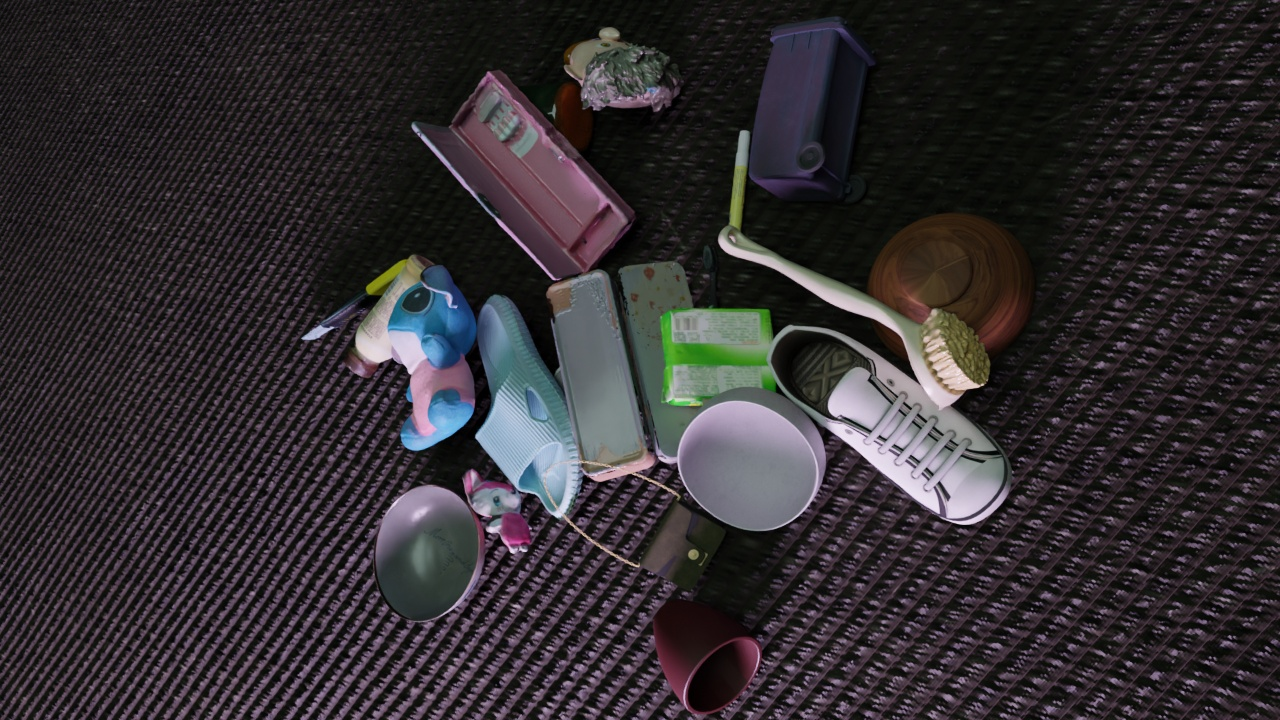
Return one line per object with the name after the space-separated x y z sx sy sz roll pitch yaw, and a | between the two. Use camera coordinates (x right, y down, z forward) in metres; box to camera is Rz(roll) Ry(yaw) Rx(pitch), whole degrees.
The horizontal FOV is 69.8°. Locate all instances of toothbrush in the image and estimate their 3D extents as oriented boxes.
0.075 -0.033 0.935 0.014 0.017 0.187 -12 68 27 | toothbrush

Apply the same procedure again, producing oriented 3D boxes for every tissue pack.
0.077 -0.002 0.901 0.114 0.034 0.099 1 76 -3 | tissue pack

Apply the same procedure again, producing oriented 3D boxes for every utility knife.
-0.366 -0.074 1.188 0.198 0.028 0.020 -30 61 19 | utility knife

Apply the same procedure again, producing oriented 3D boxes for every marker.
0.103 -0.177 0.961 0.014 0.014 0.132 2 79 29 | marker

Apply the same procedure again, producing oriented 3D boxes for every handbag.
-0.011 0.150 0.882 0.178 0.027 0.084 30 94 -6 | handbag

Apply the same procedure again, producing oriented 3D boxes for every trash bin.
0.170 -0.244 0.896 0.092 0.093 0.160 7 83 39 | trash bin

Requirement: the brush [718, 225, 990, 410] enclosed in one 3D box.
0.179 -0.051 0.803 0.272 0.061 0.077 35 119 24 | brush

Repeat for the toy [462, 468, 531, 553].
-0.146 0.157 0.991 0.050 0.065 0.102 -44 60 14 | toy

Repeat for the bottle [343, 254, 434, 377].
-0.304 -0.052 1.133 0.056 0.056 0.162 44 101 29 | bottle

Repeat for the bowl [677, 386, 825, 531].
0.106 0.085 0.854 0.132 0.064 0.132 8 114 19 | bowl

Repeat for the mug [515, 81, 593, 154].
-0.109 -0.263 1.058 0.081 0.085 0.111 3 81 28 | mug

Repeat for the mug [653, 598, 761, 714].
0.050 0.276 0.858 0.088 0.087 0.114 38 130 48 | mug

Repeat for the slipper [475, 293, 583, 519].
-0.136 0.044 0.994 0.116 0.069 0.276 -54 52 41 | slipper

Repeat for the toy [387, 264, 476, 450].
-0.227 -0.007 1.017 0.225 0.098 0.191 141 126 -60 | toy

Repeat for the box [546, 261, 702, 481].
-0.006 0.006 0.936 0.157 0.063 0.216 -9 69 -9 | box

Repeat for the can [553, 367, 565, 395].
-0.050 0.048 0.976 0.044 0.044 0.106 -45 62 12 | can

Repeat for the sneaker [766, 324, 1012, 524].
0.208 0.044 0.804 0.245 0.097 0.091 44 100 30 | sneaker

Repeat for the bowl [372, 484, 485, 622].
-0.225 0.215 1.026 0.151 0.056 0.150 -7 75 27 | bowl

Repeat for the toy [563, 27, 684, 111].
-0.029 -0.329 1.023 0.176 0.132 0.076 44 133 44 | toy

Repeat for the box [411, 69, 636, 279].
-0.127 -0.196 0.982 0.232 0.114 0.099 48 120 4 | box

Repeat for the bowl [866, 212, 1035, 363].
0.267 -0.069 0.813 0.148 0.068 0.147 -7 75 27 | bowl
